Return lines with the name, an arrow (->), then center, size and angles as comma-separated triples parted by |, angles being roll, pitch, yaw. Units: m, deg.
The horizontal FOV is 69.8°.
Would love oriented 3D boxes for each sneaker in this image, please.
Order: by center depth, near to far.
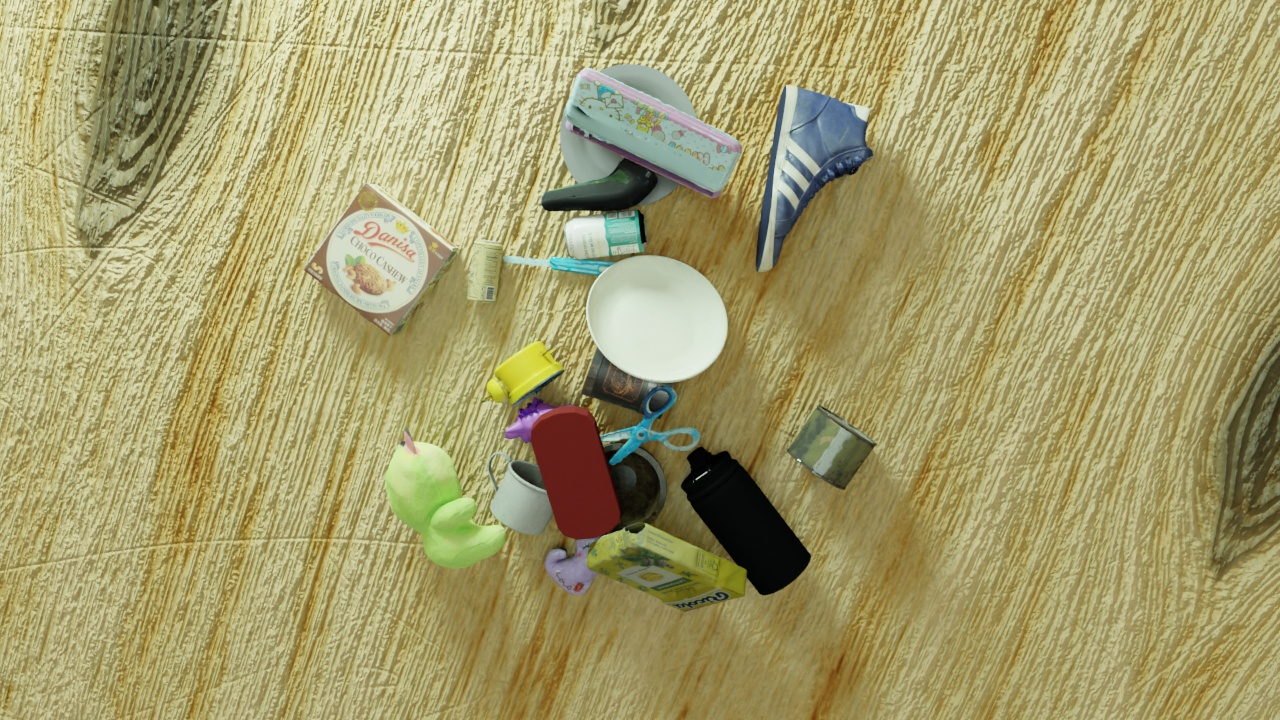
sneaker -> 0.221, -0.218, 1.147 | 0.118, 0.091, 0.233 | 8, 90, -1

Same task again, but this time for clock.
clock -> -0.156, 0.025, 1.196 | 0.119, 0.083, 0.057 | -35, 89, 4

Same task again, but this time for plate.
plate -> 0.019, -0.049, 1.169 | 0.182, 0.034, 0.182 | 5, 63, -10
plate -> -0.014, -0.289, 1.182 | 0.178, 0.012, 0.178 | 0, 98, 3

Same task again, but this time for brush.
brush -> -0.081, 0.139, 1.160 | 0.082, 0.041, 0.173 | -14, 106, 3

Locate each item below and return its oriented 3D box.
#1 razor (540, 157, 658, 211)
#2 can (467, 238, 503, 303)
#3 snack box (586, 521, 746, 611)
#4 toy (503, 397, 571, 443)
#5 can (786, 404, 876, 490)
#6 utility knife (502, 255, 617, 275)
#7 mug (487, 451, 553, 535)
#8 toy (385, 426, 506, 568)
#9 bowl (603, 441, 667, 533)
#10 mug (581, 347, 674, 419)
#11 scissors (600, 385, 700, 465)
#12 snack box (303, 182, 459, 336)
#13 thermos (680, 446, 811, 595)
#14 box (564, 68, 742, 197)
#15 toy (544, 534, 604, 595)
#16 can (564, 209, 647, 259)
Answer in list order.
razor -> -0.053, -0.220, 1.166 | 0.151, 0.054, 0.067 | -7, 83, 11
can -> -0.203, -0.117, 1.201 | 0.038, 0.038, 0.079 | 9, 98, 1
snack box -> 0.031, 0.269, 1.174 | 0.180, 0.045, 0.122 | 30, 142, -27
toy -> -0.135, 0.077, 1.201 | 0.106, 0.088, 0.056 | -23, 89, 5
can -> 0.246, 0.113, 1.185 | 0.090, 0.089, 0.074 | 33, 97, -2
utility knife -> -0.098, -0.128, 1.206 | 0.167, 0.015, 0.022 | 8, 97, 0
mug -> -0.162, 0.174, 1.220 | 0.113, 0.084, 0.070 | 29, 100, 13
toy -> -0.267, 0.190, 1.198 | 0.197, 0.150, 0.107 | 45, 67, -4
bowl -> -0.025, 0.164, 1.221 | 0.121, 0.056, 0.121 | 0, 98, 3
mug -> -0.007, 0.007, 1.192 | 0.107, 0.080, 0.115 | 19, 87, -1
scissors -> 0.003, 0.081, 1.164 | 0.140, 0.013, 0.118 | -7, 114, 6
snack box -> -0.338, -0.132, 1.204 | 0.143, 0.041, 0.147 | 38, 98, -2
thermos -> 0.130, 0.203, 1.205 | 0.086, 0.086, 0.198 | -37, 94, 7
box -> 0.020, -0.285, 1.113 | 0.214, 0.089, 0.091 | 25, 130, -1
toy -> -0.081, 0.270, 1.249 | 0.080, 0.036, 0.100 | 41, 99, -4
can -> -0.044, -0.161, 1.179 | 0.101, 0.055, 0.055 | -7, 97, 4
